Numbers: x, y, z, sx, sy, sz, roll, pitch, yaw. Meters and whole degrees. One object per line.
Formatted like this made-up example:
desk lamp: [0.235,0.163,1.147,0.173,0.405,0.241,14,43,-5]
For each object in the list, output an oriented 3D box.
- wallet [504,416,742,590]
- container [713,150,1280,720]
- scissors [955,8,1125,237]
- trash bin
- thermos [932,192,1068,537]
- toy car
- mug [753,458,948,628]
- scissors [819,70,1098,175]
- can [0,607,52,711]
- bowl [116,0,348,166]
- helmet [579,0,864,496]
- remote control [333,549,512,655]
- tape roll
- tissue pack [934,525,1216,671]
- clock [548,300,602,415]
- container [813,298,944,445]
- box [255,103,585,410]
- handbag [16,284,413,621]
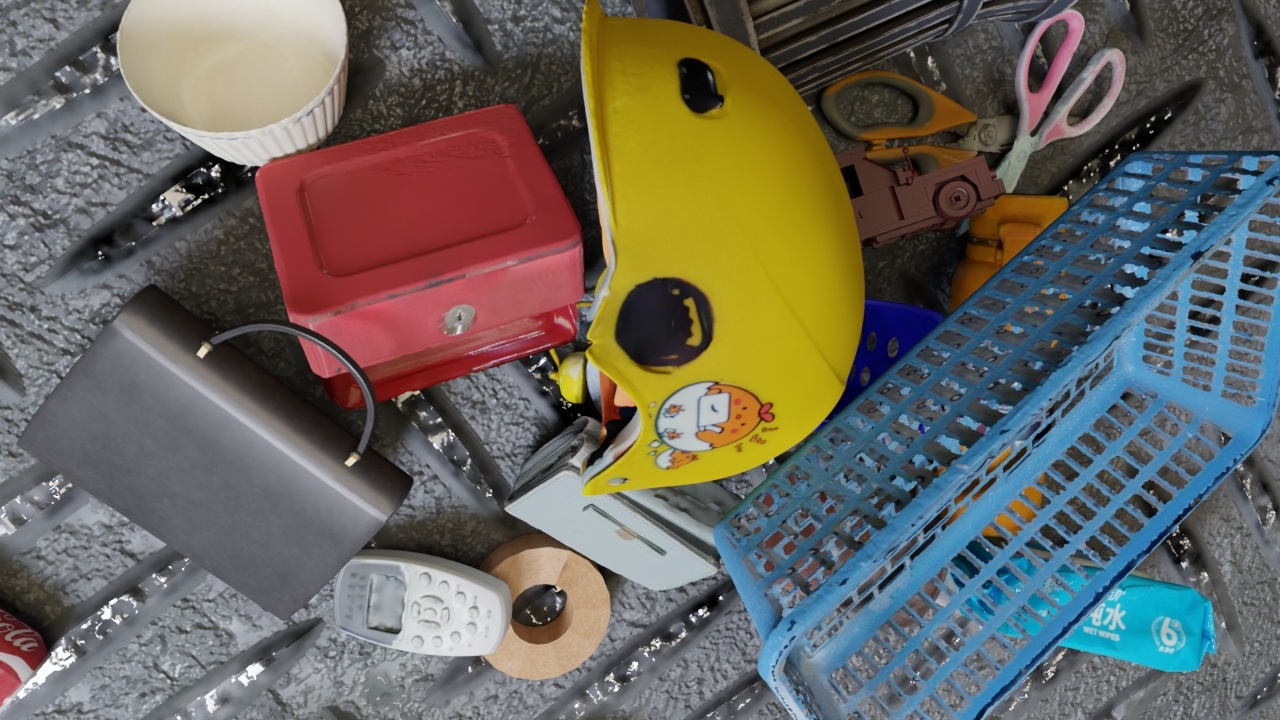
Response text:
wallet: [-0.012,0.095,0.588,0.131,0.054,0.101,33,133,-17]
container: [0.205,0.063,0.505,0.362,0.089,0.257,-40,136,-9]
scissors: [0.285,-0.150,0.652,0.101,0.016,0.179,17,100,-25]
trash bin: [0.117,-0.236,0.535,0.227,0.164,0.164,-25,104,-5]
thermos: [0.253,0.003,0.634,0.076,0.091,0.233,0,103,-10]
toy car: [0.135,-0.097,0.588,0.170,0.070,0.062,-18,87,9]
mug: [0.150,0.112,0.633,0.110,0.096,0.123,21,97,-20]
scissors: [0.230,-0.147,0.650,0.228,0.016,0.114,-2,101,-15]
can: [-0.398,0.160,0.530,0.096,0.054,0.054,44,87,-16]
bowl: [-0.212,-0.158,0.502,0.115,0.062,0.115,1,73,-4]
helmet: [0.042,-0.053,0.455,0.139,0.208,0.240,1,125,0]
remote control: [-0.139,0.155,0.586,0.114,0.028,0.060,11,95,7]
tape roll: [-0.069,0.167,0.623,0.094,0.027,0.094,-2,100,-13]
tissue pack: [0.294,0.167,0.666,0.209,0.117,0.066,14,90,-16]
clock: [-0.004,0.003,0.591,0.119,0.057,0.083,31,85,4]
container: [0.127,-0.002,0.597,0.085,0.113,0.084,8,97,-15]
box: [-0.122,-0.065,0.512,0.157,0.127,0.137,-20,77,-11]
handbag: [-0.205,0.036,0.485,0.176,0.072,0.196,41,132,-16]
